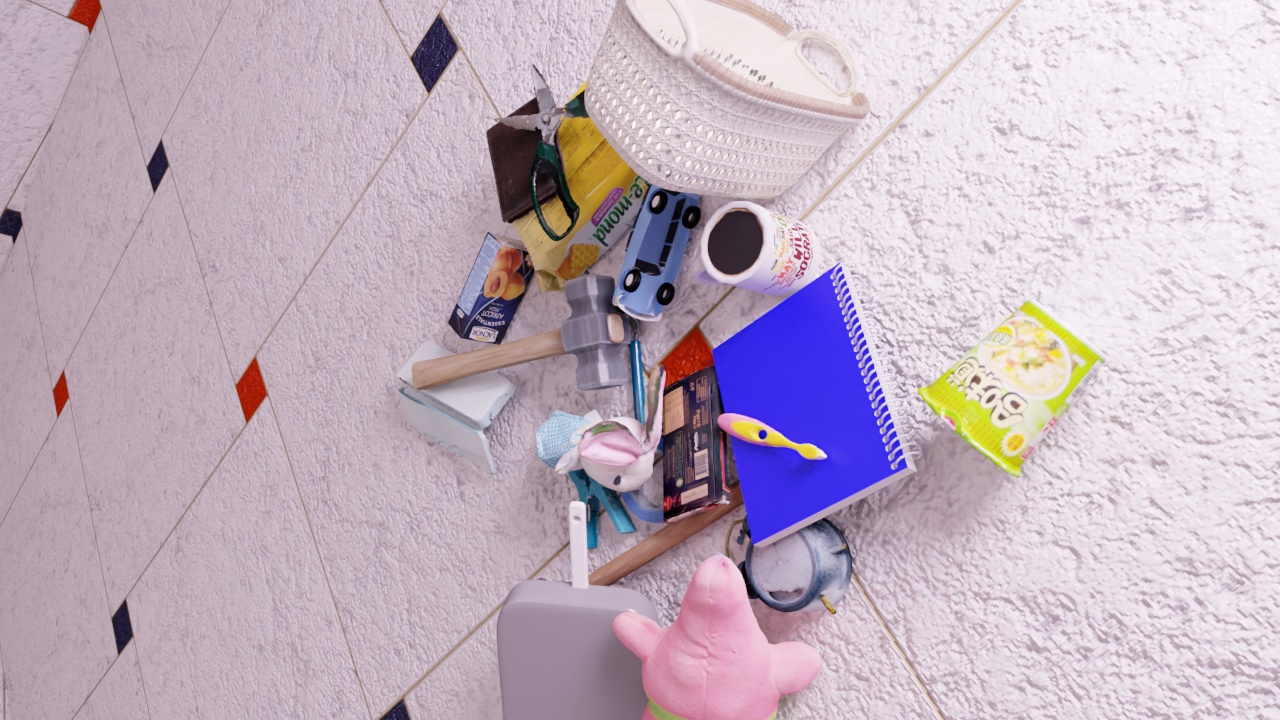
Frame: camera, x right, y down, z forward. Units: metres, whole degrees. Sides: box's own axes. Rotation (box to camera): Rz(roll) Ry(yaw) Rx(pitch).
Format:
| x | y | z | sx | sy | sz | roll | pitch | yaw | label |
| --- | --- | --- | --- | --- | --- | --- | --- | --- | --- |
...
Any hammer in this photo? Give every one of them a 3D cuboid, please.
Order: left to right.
| x | y | z | sx | sy | sz | roll | pitch | yaw | label |
| --- | --- | --- | --- | --- | --- | --- | --- | --- | --- |
| -0.150 | -0.007 | 1.050 | 0.324 | 0.051 | 0.117 | -12 | 83 | 37 | hammer |
| 0.005 | 0.193 | 0.926 | 0.329 | 0.098 | 0.052 | -36 | 62 | 23 | hammer |

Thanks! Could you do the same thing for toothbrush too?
| x | y | z | sx | sy | sz | roll | pitch | yaw | label |
| --- | --- | --- | --- | --- | --- | --- | --- | --- | --- |
| 0.113 | 0.068 | 0.812 | 0.136 | 0.016 | 0.021 | 17 | 89 | 55 | toothbrush |

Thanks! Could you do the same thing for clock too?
| x | y | z | sx | sy | sz | roll | pitch | yaw | label |
| --- | --- | --- | --- | --- | --- | --- | --- | --- | --- |
| 0.130 | 0.179 | 0.830 | 0.130 | 0.052 | 0.090 | 9 | 91 | 46 | clock |

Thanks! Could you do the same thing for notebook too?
| x | y | z | sx | sy | sz | roll | pitch | yaw | label |
| --- | --- | --- | --- | --- | --- | --- | --- | --- | --- |
| 0.147 | 0.036 | 0.813 | 0.172 | 0.022 | 0.208 | -36 | 48 | 34 | notebook |

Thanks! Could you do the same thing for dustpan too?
| x | y | z | sx | sy | sz | roll | pitch | yaw | label |
| --- | --- | --- | --- | --- | --- | --- | --- | --- | --- |
| -0.061 | 0.257 | 0.903 | 0.163 | 0.033 | 0.258 | 3 | 115 | 9 | dustpan |

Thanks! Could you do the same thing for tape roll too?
| x | y | z | sx | sy | sz | roll | pitch | yaw | label |
| --- | --- | --- | --- | --- | --- | --- | --- | --- | --- |
| 0.017 | 0.123 | 0.954 | 0.092 | 0.016 | 0.093 | -42 | 60 | 30 | tape roll |

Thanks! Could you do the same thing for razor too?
| x | y | z | sx | sy | sz | roll | pitch | yaw | label |
| --- | --- | --- | --- | --- | --- | --- | --- | --- | --- |
| -0.006 | 0.006 | 0.986 | 0.042 | 0.022 | 0.144 | -12 | 82 | 38 | razor |

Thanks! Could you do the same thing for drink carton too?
| x | y | z | sx | sy | sz | roll | pitch | yaw | label |
| --- | --- | --- | --- | --- | --- | --- | --- | --- | --- |
| -0.179 | -0.085 | 1.115 | 0.040 | 0.064 | 0.130 | 43 | 113 | 41 | drink carton |

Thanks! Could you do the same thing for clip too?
| x | y | z | sx | sy | sz | roll | pitch | yaw | label |
| --- | --- | --- | --- | --- | --- | --- | --- | --- | --- |
| -0.038 | 0.134 | 0.997 | 0.113 | 0.028 | 0.126 | -37 | 62 | 26 | clip |

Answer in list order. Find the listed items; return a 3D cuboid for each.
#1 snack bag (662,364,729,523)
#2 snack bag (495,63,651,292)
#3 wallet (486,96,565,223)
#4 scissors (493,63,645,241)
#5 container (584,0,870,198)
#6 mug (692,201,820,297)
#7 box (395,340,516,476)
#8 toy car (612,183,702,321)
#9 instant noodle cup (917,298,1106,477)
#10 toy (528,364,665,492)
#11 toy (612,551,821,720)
| x | y | z | sx | sy | sz | roll | pitch | yaw | label |
| --- | --- | --- | --- | --- | --- | --- | --- | --- | --- |
| 0.052 | 0.079 | 0.895 | 0.075 | 0.018 | 0.155 | -26 | 47 | 34 | snack bag |
| -0.064 | -0.210 | 1.028 | 0.248 | 0.068 | 0.159 | -42 | 59 | 30 | snack bag |
| -0.129 | -0.225 | 1.022 | 0.100 | 0.031 | 0.120 | -20 | 74 | 40 | wallet |
| -0.059 | -0.238 | 0.957 | 0.204 | 0.015 | 0.201 | -21 | 78 | 21 | scissors |
| 0.072 | -0.238 | 0.808 | 0.184 | 0.245 | 0.143 | 55 | 128 | 27 | container |
| 0.100 | -0.097 | 0.857 | 0.105 | 0.089 | 0.073 | -23 | 70 | 37 | mug |
| -0.236 | 0.056 | 1.168 | 0.198 | 0.075 | 0.126 | 22 | 120 | 43 | box |
| 0.015 | -0.118 | 0.951 | 0.055 | 0.056 | 0.153 | 19 | 90 | 59 | toy car |
| 0.283 | 0.016 | 0.691 | 0.108 | 0.098 | 0.099 | -50 | 56 | 14 | instant noodle cup |
| -0.045 | 0.096 | 0.939 | 0.206 | 0.130 | 0.105 | -24 | 102 | 49 | toy |
| 0.063 | 0.261 | 0.817 | 0.192 | 0.096 | 0.237 | 9 | 124 | 13 | toy |
